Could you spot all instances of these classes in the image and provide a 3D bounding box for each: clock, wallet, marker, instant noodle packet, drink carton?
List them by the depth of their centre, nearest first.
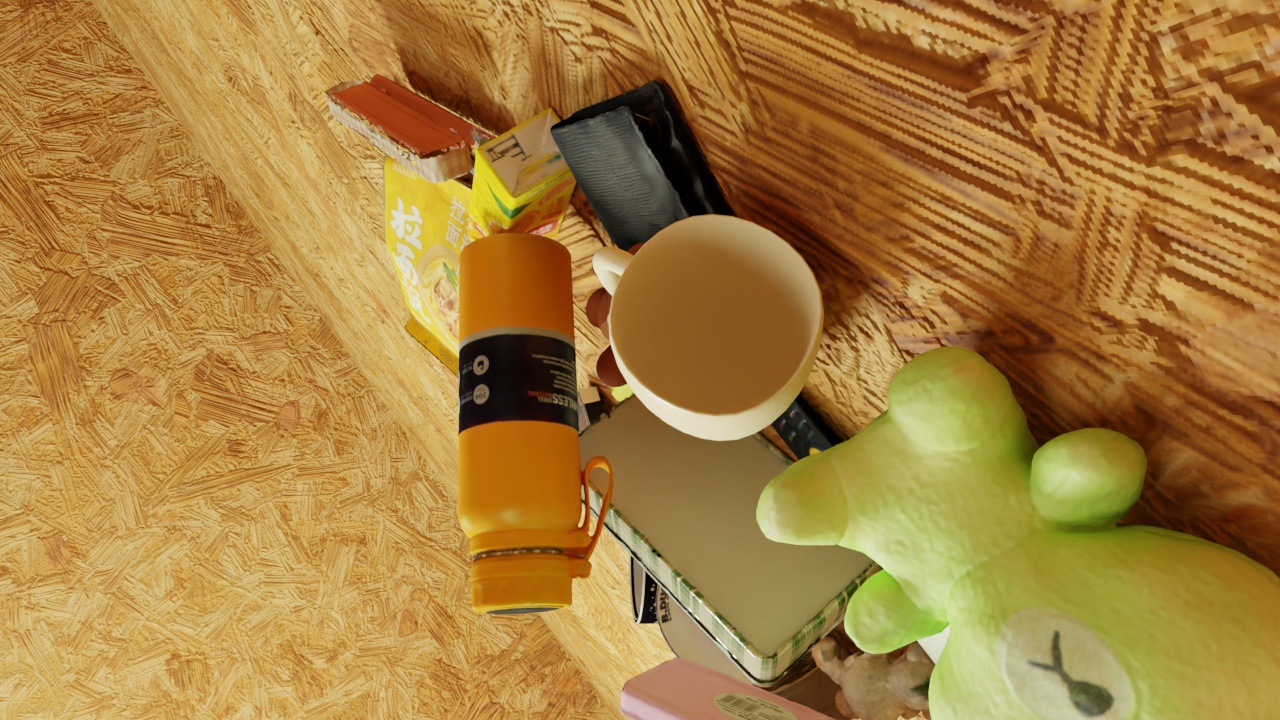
[{"bbox_3d":[-0.003,-0.098,0.503,0.089,0.026,0.115,58,160,-20],"label":"wallet"},{"bbox_3d":[-0.081,-0.109,0.612,0.043,0.058,0.135,54,161,4],"label":"drink carton"},{"bbox_3d":[-0.004,0.004,0.696,0.021,0.017,0.124,50,159,8],"label":"marker"},{"bbox_3d":[0.124,0.261,0.740,0.054,0.092,0.141,59,160,3],"label":"clock"},{"bbox_3d":[-0.034,0.092,0.840,0.072,0.019,0.123,105,149,-61],"label":"wallet"},{"bbox_3d":[-0.167,-0.086,0.842,0.163,0.084,0.222,38,149,33],"label":"instant noodle packet"}]

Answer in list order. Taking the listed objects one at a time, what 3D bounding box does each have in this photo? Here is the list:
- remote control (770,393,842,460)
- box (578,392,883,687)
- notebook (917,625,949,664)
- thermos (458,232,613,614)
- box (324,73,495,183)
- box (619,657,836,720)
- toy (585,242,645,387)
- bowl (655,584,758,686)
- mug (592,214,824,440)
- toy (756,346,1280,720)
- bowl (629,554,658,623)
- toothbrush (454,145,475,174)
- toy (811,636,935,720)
[{"bbox_3d":[0.126,0.073,0.515,0.152,0.020,0.041,48,154,18],"label":"remote control"},{"bbox_3d":[0.048,0.099,0.597,0.205,0.117,0.051,39,155,31],"label":"box"},{"bbox_3d":[0.251,0.208,0.444,0.252,0.010,0.182,53,152,-1],"label":"notebook"},{"bbox_3d":[-0.070,0.038,0.578,0.076,0.092,0.232,34,-132,-60],"label":"thermos"},{"bbox_3d":[-0.164,-0.175,0.673,0.187,0.082,0.042,38,145,41],"label":"box"},{"bbox_3d":[0.094,0.268,0.649,0.202,0.077,0.146,6,158,44],"label":"box"},{"bbox_3d":[0.005,-0.021,0.549,0.095,0.065,0.128,22,159,15],"label":"toy"},{"bbox_3d":[0.078,0.190,0.728,0.117,0.067,0.117,6,105,25],"label":"bowl"},{"bbox_3d":[0.028,-0.015,0.458,0.120,0.096,0.100,33,171,13],"label":"mug"},{"bbox_3d":[0.154,0.091,0.359,0.197,0.107,0.150,50,118,14],"label":"toy"},{"bbox_3d":[0.029,0.171,0.813,0.120,0.066,0.120,180,92,-84],"label":"bowl"},{"bbox_3d":[-0.155,-0.174,0.742,0.167,0.013,0.013,42,158,22],"label":"toothbrush"},{"bbox_3d":[0.163,0.195,0.594,0.085,0.074,0.106,67,156,-1],"label":"toy"}]
